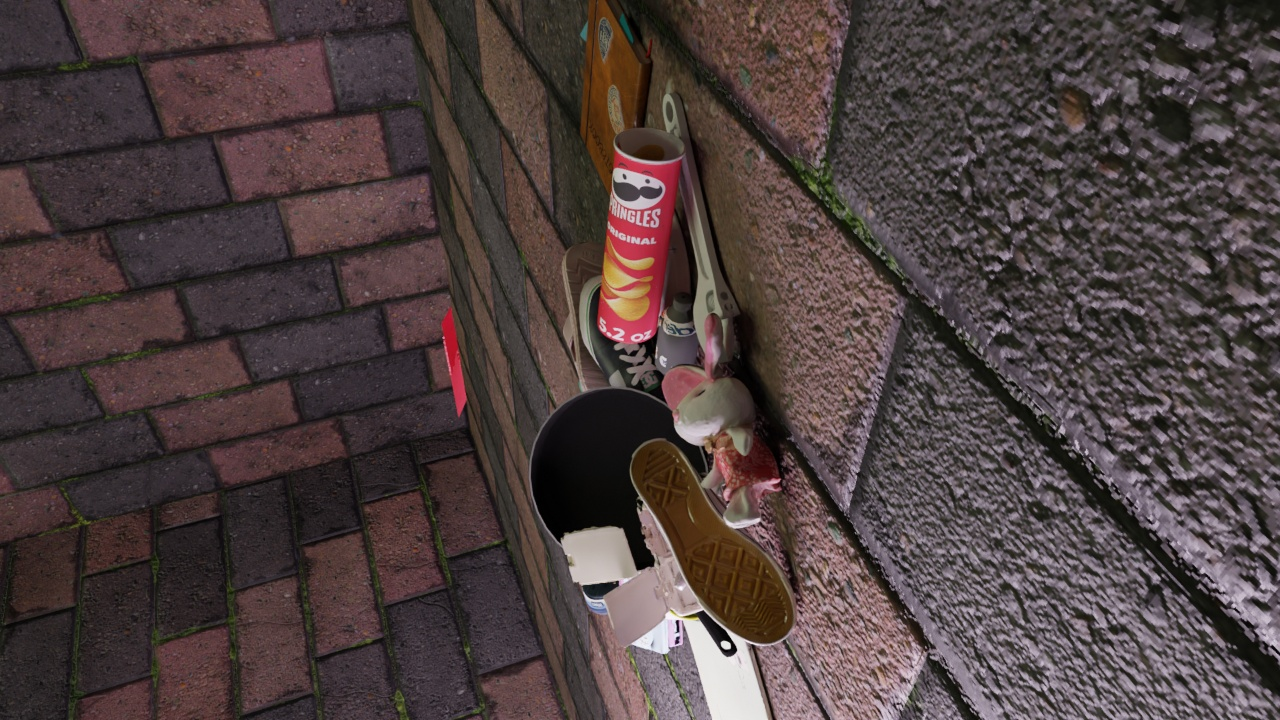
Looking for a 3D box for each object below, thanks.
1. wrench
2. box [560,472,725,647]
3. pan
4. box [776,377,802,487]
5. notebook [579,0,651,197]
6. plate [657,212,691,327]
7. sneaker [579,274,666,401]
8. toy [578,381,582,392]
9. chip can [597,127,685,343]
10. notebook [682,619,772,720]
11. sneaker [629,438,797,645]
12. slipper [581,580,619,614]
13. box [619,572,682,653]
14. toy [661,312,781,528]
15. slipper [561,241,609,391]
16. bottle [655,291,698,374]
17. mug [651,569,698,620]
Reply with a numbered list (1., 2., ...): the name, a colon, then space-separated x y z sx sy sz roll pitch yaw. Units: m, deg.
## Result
1. wrench: 0.056 -0.132 0.925 0.087 0.018 0.273 159 98 -74
2. box: 0.022 0.221 1.004 0.069 0.191 0.143 -177 67 -77
3. pan: 0.012 0.196 1.095 0.356 0.226 0.034 56 -162 5
4. box: 0.067 0.146 1.296 0.152 0.325 0.214 -98 8 -45
5. notebook: -0.036 -0.316 1.083 0.250 0.014 0.178 101 151 -55
6. plate: 0.008 -0.118 1.064 0.182 0.034 0.182 166 90 -74
7. sneaker: -0.007 0.006 1.130 0.079 0.084 0.235 18 130 61
8. toy: -0.073 0.060 1.489 0.105 0.033 0.085 47 158 58
9. chip can: -0.003 -0.123 0.949 0.069 0.069 0.221 -120 28 -44
10. notebook: 0.117 0.428 1.185 0.253 0.010 0.182 140 115 -72
11. sneaker: 0.073 0.187 0.958 0.241 0.118 0.088 55 179 12
12. slipper: -0.062 0.338 1.539 0.253 0.105 0.095 -148 40 -71
13. box: 0.022 0.320 1.299 0.077 0.096 0.214 32 135 45
14. toy: 0.078 0.068 0.895 0.159 0.084 0.194 125 131 -60
15. slipper: -0.055 -0.042 1.234 0.065 0.094 0.239 126 134 -64
16. bottle: 0.041 -0.029 1.003 0.113 0.047 0.047 94 156 -47
17. mug: 0.050 0.288 1.168 0.106 0.082 0.082 127 128 -70
